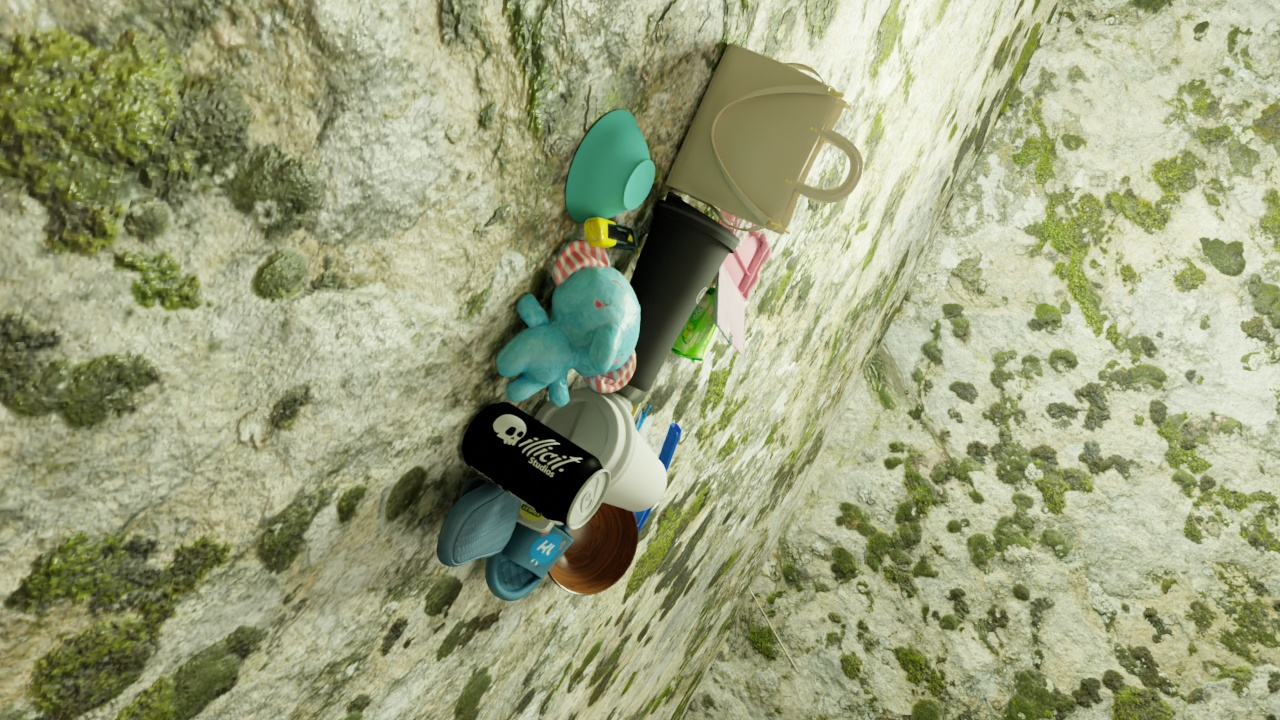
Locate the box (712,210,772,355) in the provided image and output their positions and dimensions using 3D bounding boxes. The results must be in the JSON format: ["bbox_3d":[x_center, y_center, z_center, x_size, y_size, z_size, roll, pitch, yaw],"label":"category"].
[{"bbox_3d":[0.127,-0.112,1.266,0.232,0.051,0.180,39,66,-72],"label":"box"}]

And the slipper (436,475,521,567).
[{"bbox_3d":[-0.177,0.166,1.009,0.213,0.059,0.104,1,108,-80],"label":"slipper"}]

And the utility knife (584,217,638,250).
[{"bbox_3d":[-0.025,-0.133,0.979,0.186,0.020,0.029,-22,104,-76],"label":"utility knife"}]

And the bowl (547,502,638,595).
[{"bbox_3d":[-0.083,0.246,1.279,0.147,0.069,0.147,-3,96,-31],"label":"bowl"}]

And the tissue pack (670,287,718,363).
[{"bbox_3d":[0.089,-0.052,1.357,0.114,0.034,0.099,-64,157,4],"label":"tissue pack"}]

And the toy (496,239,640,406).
[{"bbox_3d":[-0.066,-0.023,0.951,0.180,0.115,0.183,-39,130,-33],"label":"toy"}]

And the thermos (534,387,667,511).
[{"bbox_3d":[-0.040,0.123,1.129,0.131,0.131,0.222,-57,152,-7],"label":"thermos"}]

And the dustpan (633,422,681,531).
[{"bbox_3d":[-0.006,0.208,1.405,0.245,0.059,0.258,-35,145,-73],"label":"dustpan"}]

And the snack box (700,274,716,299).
[{"bbox_3d":[0.074,-0.112,1.239,0.151,0.025,0.075,-53,158,-33],"label":"snack box"}]

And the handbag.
[{"bbox_3d":[0.156,-0.236,1.041,0.101,0.198,0.195,-2,119,-66],"label":"handbag"}]

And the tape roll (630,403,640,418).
[{"bbox_3d":[-0.016,0.062,1.255,0.094,0.019,0.094,26,88,-82],"label":"tape roll"}]

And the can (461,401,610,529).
[{"bbox_3d":[-0.110,0.108,0.958,0.080,0.146,0.080,-47,155,-30],"label":"can"}]

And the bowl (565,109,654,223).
[{"bbox_3d":[-0.020,-0.185,0.922,0.120,0.046,0.121,-47,155,-30],"label":"bowl"}]

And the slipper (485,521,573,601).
[{"bbox_3d":[-0.116,0.213,1.171,0.213,0.059,0.104,-57,139,-19],"label":"slipper"}]

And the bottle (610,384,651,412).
[{"bbox_3d":[-0.011,0.018,1.161,0.060,0.060,0.108,80,33,-59],"label":"bottle"}]

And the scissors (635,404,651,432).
[{"bbox_3d":[-0.018,0.122,1.373,0.096,0.020,0.133,-40,152,-48],"label":"scissors"}]

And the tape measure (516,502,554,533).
[{"bbox_3d":[-0.125,0.173,1.125,0.064,0.064,0.017,-59,160,-20],"label":"tape measure"}]

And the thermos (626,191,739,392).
[{"bbox_3d":[0.025,-0.076,1.070,0.218,0.106,0.105,-63,159,2],"label":"thermos"}]
